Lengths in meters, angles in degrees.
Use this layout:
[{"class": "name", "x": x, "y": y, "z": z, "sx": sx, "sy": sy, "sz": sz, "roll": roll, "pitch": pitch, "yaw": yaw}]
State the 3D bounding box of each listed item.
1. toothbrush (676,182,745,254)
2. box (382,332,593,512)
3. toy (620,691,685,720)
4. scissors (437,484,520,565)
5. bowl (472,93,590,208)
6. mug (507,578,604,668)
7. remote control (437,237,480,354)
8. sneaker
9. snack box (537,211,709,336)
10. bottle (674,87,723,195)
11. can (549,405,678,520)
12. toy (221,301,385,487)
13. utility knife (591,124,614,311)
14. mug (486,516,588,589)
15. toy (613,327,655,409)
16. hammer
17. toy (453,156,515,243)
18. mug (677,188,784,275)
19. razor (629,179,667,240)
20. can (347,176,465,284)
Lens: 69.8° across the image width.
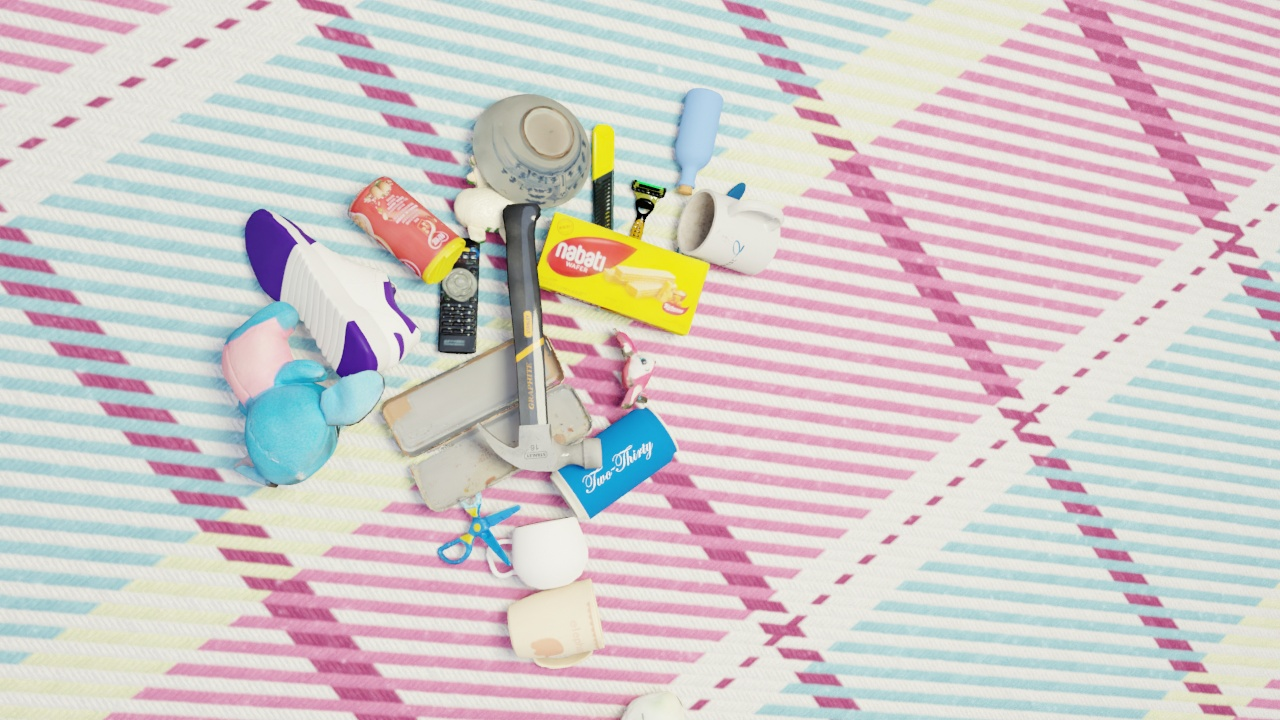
[{"class": "toothbrush", "x": 0.093, "y": -0.182, "z": 1.177, "sx": 0.132, "sy": 0.016, "sz": 0.021, "roll": -47, "pitch": 113, "yaw": -9}, {"class": "box", "x": -0.180, "y": 0.069, "z": 1.087, "sx": 0.216, "sy": 0.071, "sz": 0.156, "roll": -28, "pitch": 78, "yaw": -12}, {"class": "toy", "x": -0.027, "y": 0.484, "z": 1.101, "sx": 0.209, "sy": 0.085, "sz": 0.137, "roll": -14, "pitch": 94, "yaw": -11}, {"class": "scissors", "x": -0.193, "y": 0.192, "z": 1.083, "sx": 0.125, "sy": 0.014, "sz": 0.130, "roll": -27, "pitch": 76, "yaw": 17}, {"class": "bowl", "x": -0.118, "y": -0.259, "z": 1.089, "sx": 0.150, "sy": 0.057, "sz": 0.150, "roll": 8, "pitch": 73, "yaw": -26}, {"class": "mug", "x": -0.099, "y": 0.324, "z": 1.096, "sx": 0.104, "sy": 0.085, "sz": 0.112, "roll": -11, "pitch": 120, "yaw": -4}, {"class": "remote control", "x": -0.218, "y": -0.078, "z": 1.103, "sx": 0.045, "sy": 0.021, "sz": 0.140, "roll": 2, "pitch": 84, "yaw": -10}, {"class": "sneaker", "x": -0.340, "y": -0.086, "z": 1.040, "sx": 0.244, "sy": 0.092, "sz": 0.110, "roll": 49, "pitch": 37, "yaw": 12}, {"class": "snack box", "x": -0.024, "y": -0.104, "z": 1.117, "sx": 0.200, "sy": 0.042, "sz": 0.092, "roll": 19, "pitch": 87, "yaw": -6}, {"class": "bottle", "x": 0.069, "y": -0.273, "z": 1.157, "sx": 0.048, "sy": 0.048, "sz": 0.131, "roll": 13, "pitch": 86, "yaw": -12}, {"class": "can", "x": -0.032, "y": 0.124, "z": 1.110, "sx": 0.146, "sy": 0.079, "sz": 0.079, "roll": -34, "pitch": 96, "yaw": -11}, {"class": "toy", "x": -0.380, "y": 0.034, "z": 0.986, "sx": 0.225, "sy": 0.098, "sz": 0.191, "roll": -31, "pitch": 79, "yaw": 31}, {"class": "utility knife", "x": -0.047, "y": -0.177, "z": 1.143, "sx": 0.028, "sy": 0.020, "sz": 0.233, "roll": 1, "pitch": 88, "yaw": -8}, {"class": "mug", "x": -0.123, "y": 0.232, "z": 1.088, "sx": 0.124, "sy": 0.090, "sz": 0.076, "roll": -12, "pitch": 83, "yaw": 11}, {"class": "toy", "x": -0.007, "y": 0.007, "z": 1.124, "sx": 0.050, "sy": 0.065, "sz": 0.102, "roll": -12, "pitch": 94, "yaw": 11}, {"class": "hammer", "x": -0.123, "y": -0.028, "z": 1.060, "sx": 0.139, "sy": 0.035, "sz": 0.312, "roll": -3, "pitch": 86, "yaw": -3}, {"class": "toy", "x": -0.180, "y": -0.187, "z": 1.098, "sx": 0.087, "sy": 0.050, "sz": 0.112, "roll": -11, "pitch": 78, "yaw": -17}, {"class": "mug", "x": 0.118, "y": -0.163, "z": 1.119, "sx": 0.096, "sy": 0.120, "sz": 0.083, "roll": 14, "pitch": 66, "yaw": -29}, {"class": "razor", "x": -0.007, "y": -0.154, "z": 1.151, "sx": 0.044, "sy": 0.021, "sz": 0.144, "roll": 16, "pitch": 85, "yaw": 1}, {"class": "can", "x": -0.268, "y": -0.150, "z": 1.060, "sx": 0.124, "sy": 0.067, "sz": 0.066, "roll": 40, "pitch": 80, "yaw": 0}]
